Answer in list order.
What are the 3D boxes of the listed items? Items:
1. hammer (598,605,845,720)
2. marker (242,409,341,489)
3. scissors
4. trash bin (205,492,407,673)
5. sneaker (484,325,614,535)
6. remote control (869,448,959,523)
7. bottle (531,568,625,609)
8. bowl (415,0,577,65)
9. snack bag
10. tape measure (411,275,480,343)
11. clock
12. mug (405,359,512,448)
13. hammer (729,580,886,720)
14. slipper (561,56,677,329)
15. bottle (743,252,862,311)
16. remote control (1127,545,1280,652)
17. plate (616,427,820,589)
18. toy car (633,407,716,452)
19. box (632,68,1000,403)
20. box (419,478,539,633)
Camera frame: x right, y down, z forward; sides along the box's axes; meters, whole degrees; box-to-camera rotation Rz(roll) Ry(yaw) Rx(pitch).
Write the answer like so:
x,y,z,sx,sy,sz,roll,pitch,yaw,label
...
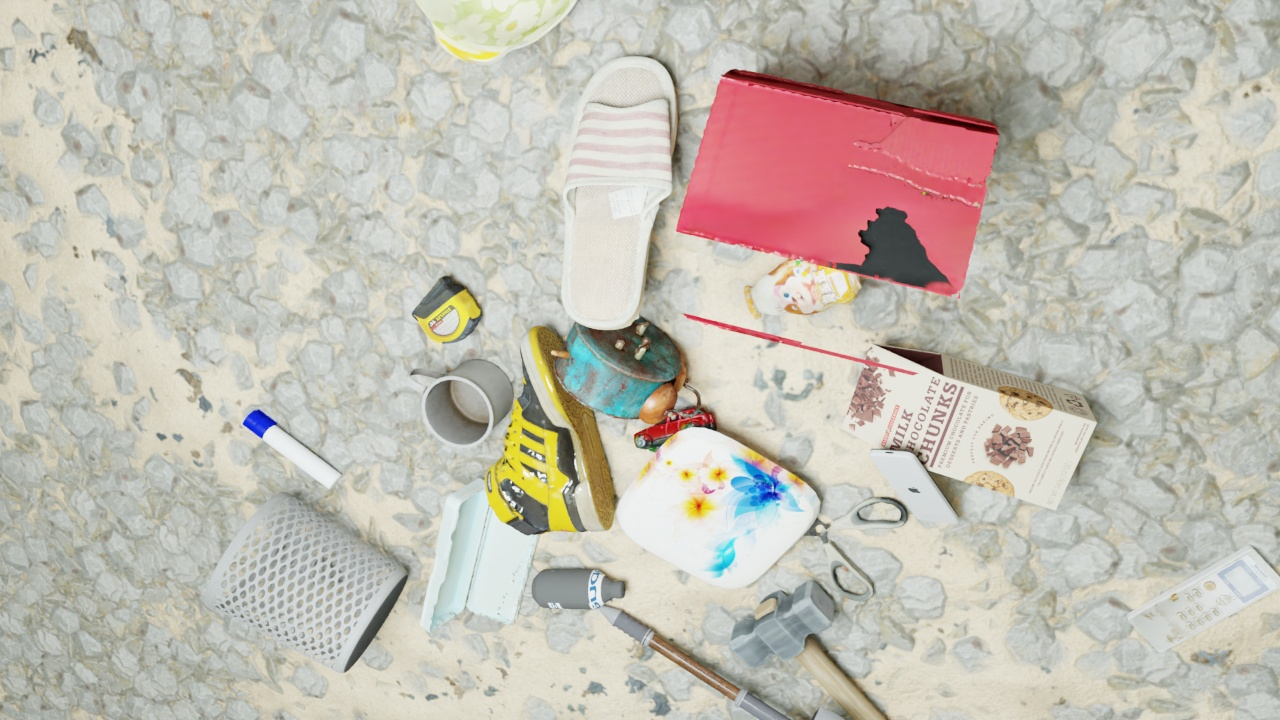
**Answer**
x,y,z,sx,sy,sz,roll,pitch,yaw,label
0.083,0.369,1.063,0.322,0.043,0.156,29,149,15,hammer
-0.431,0.110,1.139,0.133,0.027,0.023,37,114,-2,marker
0.212,0.188,0.992,0.158,0.012,0.170,-33,97,23,scissors
-0.399,0.274,1.121,0.183,0.156,0.157,30,114,1,trash bin
-0.117,0.085,1.003,0.122,0.085,0.238,-14,102,16,sneaker
0.272,0.125,0.905,0.045,0.008,0.146,0,147,39,remote control
-0.072,0.270,1.083,0.112,0.046,0.047,-4,108,17,bottle
-0.128,-0.390,0.856,0.188,0.060,0.220,21,114,7,bowl
0.309,0.056,0.886,0.206,0.069,0.094,17,113,9,snack bag
-0.210,-0.051,1.012,0.064,0.037,0.066,45,116,-2,tape measure
-0.005,0.006,0.931,0.157,0.121,0.073,29,118,-1,clock
-0.203,0.038,1.024,0.113,0.070,0.084,35,114,2,mug
0.246,0.392,1.039,0.117,0.051,0.323,-39,98,26,hammer
-0.023,-0.160,0.871,0.115,0.052,0.263,9,91,14,slipper
0.156,-0.073,0.887,0.109,0.063,0.063,-19,103,22,bottle
0.560,0.239,0.912,0.050,0.011,0.136,46,114,-3,remote control
0.080,0.169,0.992,0.187,0.016,0.187,30,122,-8,plate
0.036,0.076,0.985,0.091,0.042,0.036,-20,73,15,toy car
0.152,-0.147,0.697,0.211,0.376,0.124,15,129,9,box
-0.189,0.238,1.093,0.122,0.078,0.198,12,115,-9,box
